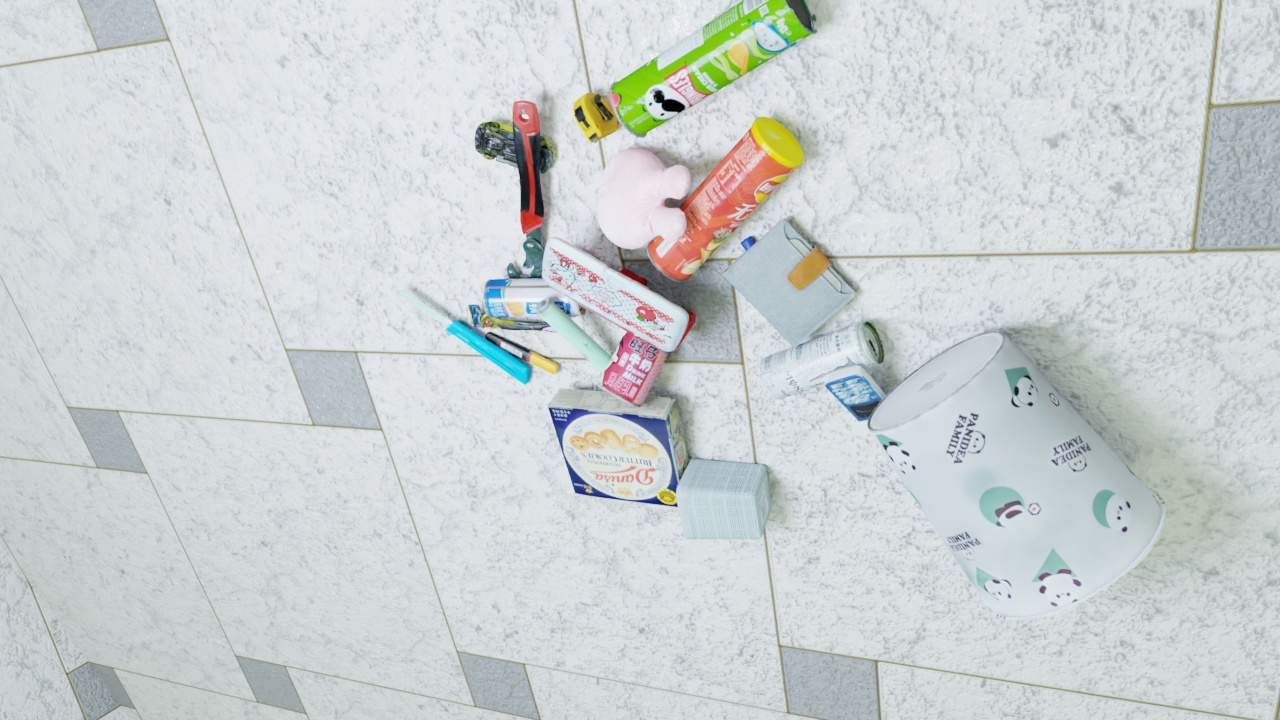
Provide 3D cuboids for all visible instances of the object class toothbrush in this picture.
[{"bbox_3d":[-0.060,-0.006,1.250,0.224,0.027,0.026,44,171,-29],"label":"toothbrush"}]

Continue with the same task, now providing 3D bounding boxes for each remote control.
[{"bbox_3d":[0.269,0.041,1.124,0.049,0.024,0.125,-17,145,27],"label":"remote control"}]

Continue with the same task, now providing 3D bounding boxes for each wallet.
[{"bbox_3d":[0.180,-0.093,1.105,0.129,0.037,0.107,45,111,-9],"label":"wallet"}]

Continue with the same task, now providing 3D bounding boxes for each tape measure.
[{"bbox_3d":[-0.052,-0.292,1.094,0.029,0.059,0.057,-28,98,36],"label":"tape measure"}]

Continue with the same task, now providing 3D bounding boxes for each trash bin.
[{"bbox_3d":[0.407,0.118,1.032,0.230,0.228,0.252,-36,94,36],"label":"trash bin"}]

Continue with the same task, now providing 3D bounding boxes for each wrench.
[{"bbox_3d":[-0.146,-0.208,1.190,0.056,0.016,0.274,11,131,5],"label":"wrench"}]

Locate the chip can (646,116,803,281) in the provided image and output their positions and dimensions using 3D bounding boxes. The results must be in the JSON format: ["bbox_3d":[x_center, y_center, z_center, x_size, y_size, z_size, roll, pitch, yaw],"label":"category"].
[{"bbox_3d":[0.095,-0.184,1.081,0.073,0.073,0.217,42,126,-3],"label":"chip can"}]

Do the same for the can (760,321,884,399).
[{"bbox_3d":[0.223,0.001,1.139,0.147,0.058,0.058,-22,107,33],"label":"can"}]

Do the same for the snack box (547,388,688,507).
[{"bbox_3d":[-0.025,0.127,1.318,0.178,0.045,0.183,4,129,22],"label":"snack box"}]

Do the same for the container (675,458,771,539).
[{"bbox_3d":[0.120,0.195,1.283,0.112,0.089,0.090,-2,117,22],"label":"container"}]

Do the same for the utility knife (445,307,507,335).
[{"bbox_3d":[-0.209,-0.067,1.328,0.202,0.021,0.031,-13,112,35],"label":"utility knife"}]

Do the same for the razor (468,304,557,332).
[{"bbox_3d":[-0.176,-0.052,1.302,0.143,0.022,0.043,7,138,10],"label":"razor"}]

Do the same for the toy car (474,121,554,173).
[{"bbox_3d":[-0.159,-0.274,1.170,0.105,0.032,0.048,18,130,0],"label":"toy car"}]

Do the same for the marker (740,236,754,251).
[{"bbox_3d":[0.168,-0.089,1.137,0.017,0.016,0.146,-26,105,34],"label":"marker"}]

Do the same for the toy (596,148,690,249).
[{"bbox_3d":[0.005,-0.191,1.098,0.160,0.054,0.121,21,109,48],"label":"toy"}]

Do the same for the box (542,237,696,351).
[{"bbox_3d":[-0.023,-0.095,1.160,0.201,0.109,0.100,29,134,7],"label":"box"}]

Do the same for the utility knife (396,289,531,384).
[{"bbox_3d":[-0.260,-0.039,1.350,0.234,0.018,0.034,34,142,-2],"label":"utility knife"}]

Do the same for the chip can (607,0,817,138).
[{"bbox_3d":[0.075,-0.330,1.006,0.237,0.072,0.072,-24,106,33],"label":"chip can"}]

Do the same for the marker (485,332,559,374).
[{"bbox_3d":[-0.173,-0.012,1.341,0.124,0.015,0.018,25,131,12],"label":"marker"}]

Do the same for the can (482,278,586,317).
[{"bbox_3d":[-0.142,-0.085,1.248,0.135,0.053,0.053,1,119,13],"label":"can"}]

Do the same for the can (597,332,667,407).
[{"bbox_3d":[-0.007,0.007,1.223,0.066,0.066,0.094,29,94,7],"label":"can"}]
